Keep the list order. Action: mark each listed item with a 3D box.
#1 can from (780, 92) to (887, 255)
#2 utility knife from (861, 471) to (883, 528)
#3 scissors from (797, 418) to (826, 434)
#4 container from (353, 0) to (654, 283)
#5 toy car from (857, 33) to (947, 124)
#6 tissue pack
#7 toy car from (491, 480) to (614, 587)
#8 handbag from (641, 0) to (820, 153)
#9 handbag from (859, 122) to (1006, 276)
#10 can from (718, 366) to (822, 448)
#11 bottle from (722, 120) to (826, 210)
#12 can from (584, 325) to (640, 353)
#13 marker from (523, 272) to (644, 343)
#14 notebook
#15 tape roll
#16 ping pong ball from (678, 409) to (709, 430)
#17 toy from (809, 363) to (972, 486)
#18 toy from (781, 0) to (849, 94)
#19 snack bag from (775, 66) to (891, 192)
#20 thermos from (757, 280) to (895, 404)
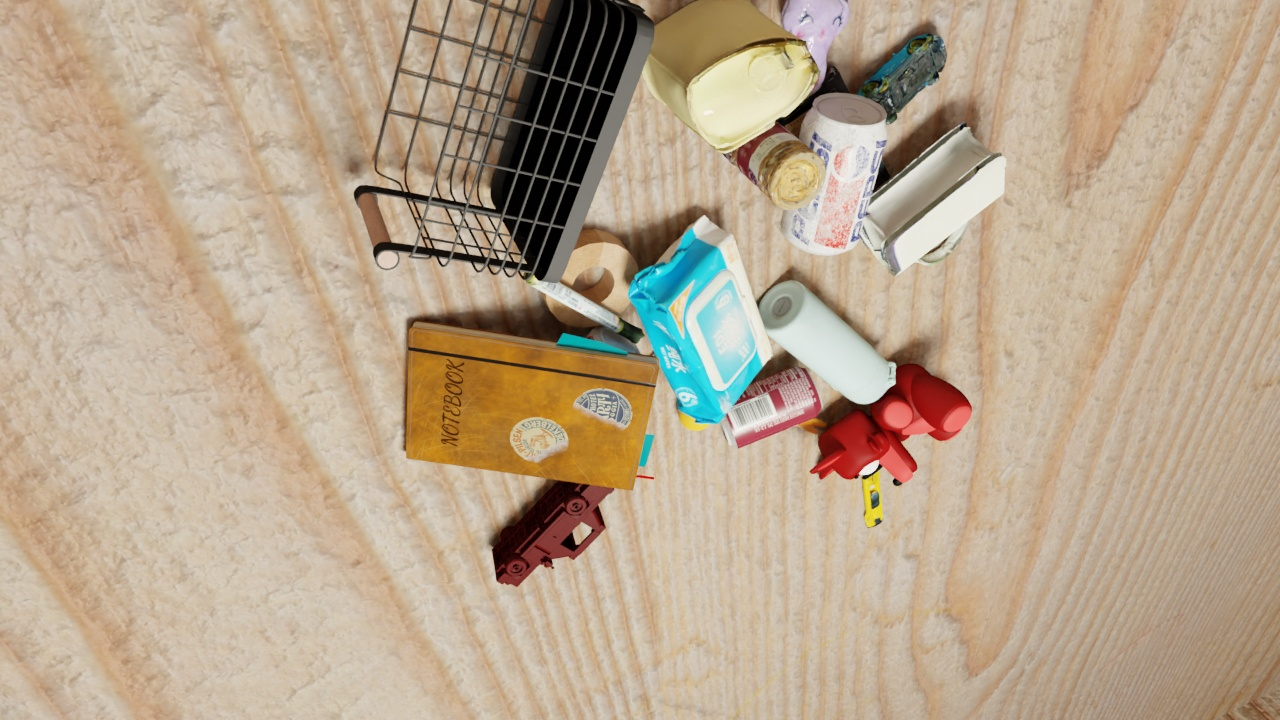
[{"bbox_3d":[0.181,-0.173,0.862,0.078,0.078,0.136,-11,133,-19],"label":"can"},{"bbox_3d":[0.322,0.180,1.280,0.030,0.017,0.175,-31,131,-14],"label":"utility knife"},{"bbox_3d":[0.181,0.073,1.124,0.074,0.012,0.131,-45,131,13],"label":"scissors"},{"bbox_3d":[-0.110,-0.187,0.668,0.130,0.162,0.242,7,122,-31],"label":"container"},{"bbox_3d":[0.246,-0.267,0.875,0.105,0.032,0.048,-43,132,-2],"label":"toy car"},{"bbox_3d":[0.063,-0.038,0.922,0.116,0.066,0.209,-47,135,-23],"label":"tissue pack"},{"bbox_3d":[-0.092,0.184,1.033,0.062,0.070,0.170,36,104,-29],"label":"toy car"},{"bbox_3d":[0.071,-0.238,0.751,0.111,0.119,0.081,-31,131,-1],"label":"handbag"},{"bbox_3d":[0.308,-0.157,0.983,0.151,0.074,0.176,-39,152,8],"label":"handbag"},{"bbox_3d":[0.145,0.053,1.047,0.114,0.063,0.063,-22,133,0],"label":"can"},{"bbox_3d":[0.117,-0.183,0.826,0.056,0.105,0.056,-14,130,-17],"label":"bottle"},{"bbox_3d":[-0.051,0.019,0.922,0.064,0.064,0.105,22,122,-38],"label":"can"},{"bbox_3d":[-0.051,-0.051,0.866,0.146,0.017,0.017,29,109,-40],"label":"marker"},{"bbox_3d":[-0.100,0.043,0.889,0.249,0.014,0.179,9,124,-4],"label":"notebook"},{"bbox_3d":[-0.050,-0.078,0.878,0.094,0.027,0.094,-14,130,-17],"label":"tape roll"},{"bbox_3d":[0.062,0.059,1.034,0.040,0.040,0.040,-14,130,-17],"label":"ping pong ball"},{"bbox_3d":[0.302,0.093,1.132,0.197,0.120,0.158,-36,165,7],"label":"toy"},{"bbox_3d":[0.139,-0.282,0.808,0.080,0.036,0.100,-1,127,-21],"label":"toy"},{"bbox_3d":[0.190,-0.209,0.902,0.074,0.018,0.155,-37,132,6],"label":"snack bag"},{"bbox_3d":[0.213,-0.014,1.036,0.078,0.065,0.206,-16,145,37],"label":"thermos"}]
